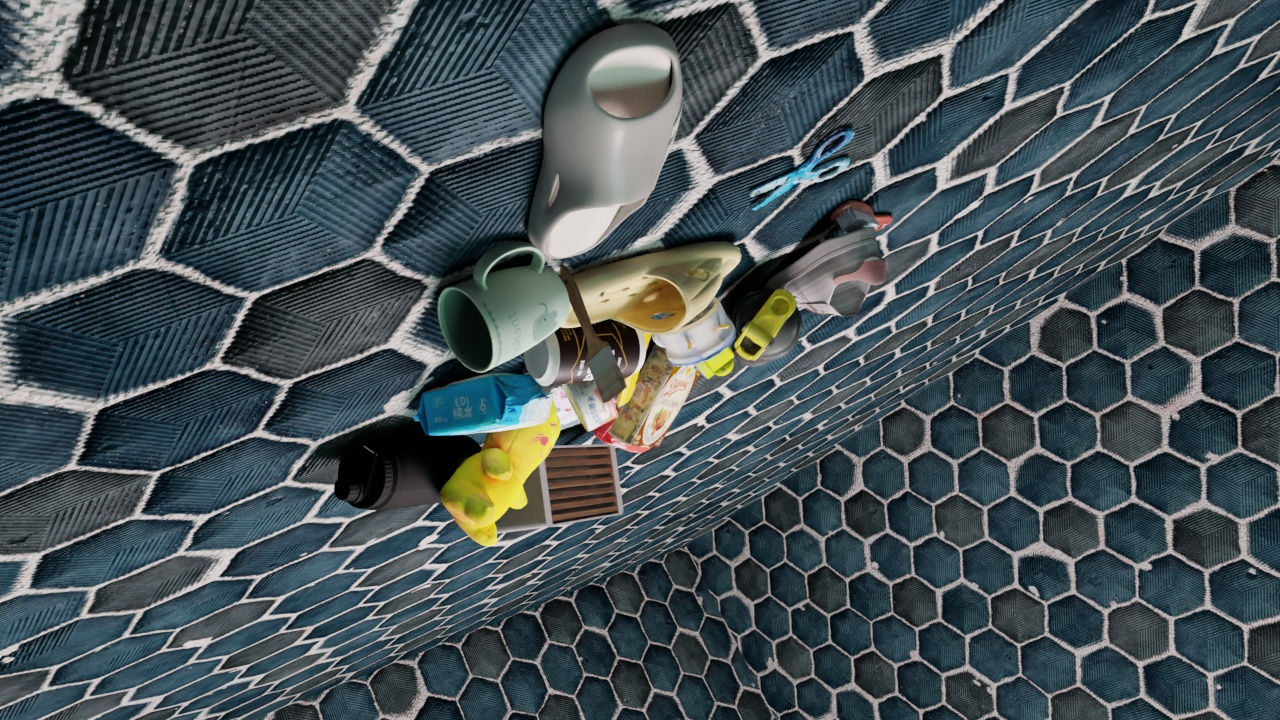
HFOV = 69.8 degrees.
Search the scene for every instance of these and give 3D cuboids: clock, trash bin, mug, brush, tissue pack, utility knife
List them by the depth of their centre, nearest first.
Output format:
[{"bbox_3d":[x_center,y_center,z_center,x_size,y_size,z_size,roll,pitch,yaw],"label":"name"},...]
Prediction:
[{"bbox_3d":[-0.122,-0.058,0.850,0.103,0.084,0.111,-28,138,-38],"label":"mug"},{"bbox_3d":[-0.051,-0.030,0.907,0.008,0.143,0.045,-15,167,-33],"label":"brush"},{"bbox_3d":[-0.174,0.050,1.045,0.145,0.061,0.092,-10,173,31],"label":"tissue pack"},{"bbox_3d":[0.061,-0.039,1.111,0.088,0.052,0.125,-31,-156,-8],"label":"clock"},{"bbox_3d":[-0.007,0.007,1.191,0.030,0.017,0.159,-39,160,-41],"label":"utility knife"},{"bbox_3d":[0.299,-0.180,1.206,0.041,0.030,0.172,-38,161,29],"label":"brush"},{"bbox_3d":[0.089,-0.018,1.266,0.057,0.083,0.119,-37,160,5],"label":"clock"},{"bbox_3d":[-0.137,0.196,1.416,0.115,0.114,0.228,-12,171,26],"label":"trash bin"}]

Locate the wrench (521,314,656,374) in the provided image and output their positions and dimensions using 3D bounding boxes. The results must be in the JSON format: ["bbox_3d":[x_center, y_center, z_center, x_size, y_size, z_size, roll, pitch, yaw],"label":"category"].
[{"bbox_3d":[-0.021,-0.045,1.130,0.273,0.018,0.073,-25,164,-13],"label":"wrench"}]

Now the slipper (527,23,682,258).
[{"bbox_3d":[-0.025,-0.143,0.732,0.112,0.080,0.267,-16,160,-26],"label":"slipper"}]

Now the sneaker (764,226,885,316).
[{"bbox_3d":[0.247,-0.092,1.227,0.099,0.089,0.237,-13,168,-22],"label":"sneaker"}]

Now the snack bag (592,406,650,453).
[{"bbox_3d":[-0.025,0.103,1.457,0.082,0.082,0.176,-30,162,7],"label":"snack bag"}]

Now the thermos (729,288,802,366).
[{"bbox_3d":[0.166,-0.037,1.277,0.098,0.098,0.221,-27,174,-2],"label":"thermos"}]

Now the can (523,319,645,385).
[{"bbox_3d":[-0.063,-0.011,1.042,0.128,0.072,0.072,-5,152,-37],"label":"can"}]

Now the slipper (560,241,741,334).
[{"bbox_3d":[0.014,-0.066,1.023,0.260,0.079,0.112,-14,162,-36],"label":"slipper"}]

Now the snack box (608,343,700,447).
[{"bbox_3d":[0.025,0.052,1.316,0.147,0.041,0.143,-61,162,3],"label":"snack box"}]

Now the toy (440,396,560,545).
[{"bbox_3d":[-0.170,0.126,1.139,0.193,0.087,0.135,-59,165,-22],"label":"toy"}]

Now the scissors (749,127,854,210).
[{"bbox_3d":[0.174,-0.205,0.978,0.139,0.013,0.118,-21,162,-16],"label":"scissors"}]

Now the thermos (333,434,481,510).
[{"bbox_3d":[-0.285,0.137,1.127,0.086,0.086,0.198,-36,161,23],"label":"thermos"}]

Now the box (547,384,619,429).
[{"bbox_3d":[-0.080,0.046,1.271,0.152,0.037,0.201,-22,162,-11],"label":"box"}]

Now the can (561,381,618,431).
[{"bbox_3d":[-0.065,0.042,1.134,0.043,0.086,0.086,-27,163,-10],"label":"can"}]
